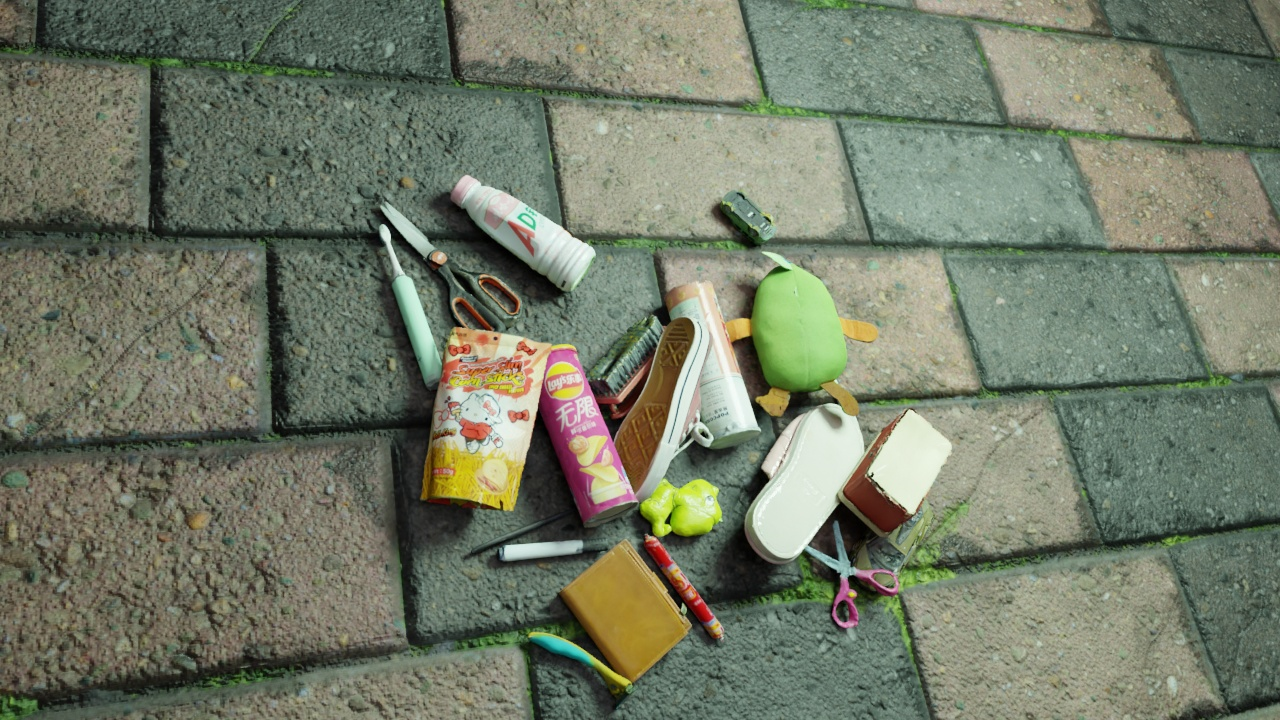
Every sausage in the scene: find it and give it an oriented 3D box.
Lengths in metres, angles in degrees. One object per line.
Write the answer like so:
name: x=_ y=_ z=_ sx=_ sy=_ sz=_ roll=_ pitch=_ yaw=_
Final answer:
sausage: x=0.052 y=0.271 z=1.095 sx=0.020 sy=0.020 sz=0.156 roll=-34 pitch=82 yaw=-30

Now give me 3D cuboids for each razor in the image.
razor: x=-0.066 y=0.336 z=1.016 sx=0.132 sy=0.043 sz=0.028 roll=32 pitch=43 yaw=1

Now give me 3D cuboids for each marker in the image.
marker: x=-0.101 y=0.219 z=1.061 sx=0.130 sy=0.023 sz=0.018 roll=-2 pitch=57 yaw=-19

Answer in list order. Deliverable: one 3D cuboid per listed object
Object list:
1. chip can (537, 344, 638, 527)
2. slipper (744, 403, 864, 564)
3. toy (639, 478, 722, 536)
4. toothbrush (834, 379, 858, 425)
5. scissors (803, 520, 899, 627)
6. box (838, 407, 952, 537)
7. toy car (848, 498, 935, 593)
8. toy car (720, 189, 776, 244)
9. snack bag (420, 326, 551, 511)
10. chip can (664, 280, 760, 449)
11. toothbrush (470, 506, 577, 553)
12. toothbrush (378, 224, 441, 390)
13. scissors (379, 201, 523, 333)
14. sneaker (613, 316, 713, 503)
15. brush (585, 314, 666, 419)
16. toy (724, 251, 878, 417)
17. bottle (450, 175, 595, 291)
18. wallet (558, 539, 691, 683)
chip can: x=-0.073 y=0.088 z=1.088 sx=0.071 sy=0.072 sz=0.210 roll=-14 pitch=68 yaw=-26
slipper: x=0.209 y=0.157 z=1.185 sx=0.114 sy=0.055 sz=0.273 roll=44 pitch=50 yaw=-3
toy: x=0.052 y=0.183 z=1.129 sx=0.100 sy=0.031 sz=0.096 roll=29 pitch=60 yaw=-2
toothbrush: x=0.268 y=0.015 z=1.294 sx=0.016 sy=0.018 sz=0.191 roll=-14 pitch=72 yaw=-25
scissors: x=0.270 y=0.269 z=1.165 sx=0.125 sy=0.017 sz=0.133 roll=-9 pitch=76 yaw=1
box: x=0.338 y=0.139 z=1.184 sx=0.091 sy=0.080 sz=0.167 roll=43 pitch=46 yaw=6
toy car: x=0.332 y=0.237 z=1.208 sx=0.070 sy=0.042 sz=0.157 roll=42 pitch=62 yaw=1
toy car: x=0.156 y=-0.209 z=1.339 sx=0.091 sy=0.036 sz=0.043 roll=46 pitch=61 yaw=2
snack bag: x=-0.180 y=0.066 z=1.051 sx=0.128 sy=0.073 sz=0.207 roll=7 pitch=72 yaw=5
chip can: x=0.091 y=0.004 z=1.200 sx=0.071 sy=0.071 sz=0.214 roll=-8 pitch=70 yaw=-24
toothbrush: x=-0.116 y=0.187 z=1.071 sx=0.180 sy=0.016 sz=0.018 roll=-21 pitch=70 yaw=-28
toothbrush: x=-0.281 y=-0.068 z=1.114 sx=0.026 sy=0.027 sz=0.224 roll=-14 pitch=73 yaw=-30
scissors: x=-0.253 y=-0.109 z=1.146 sx=0.235 sy=0.022 sz=0.136 roll=27 pitch=61 yaw=-8
sneaker: x=0.041 y=0.068 z=1.129 sx=0.087 sy=0.118 sz=0.240 roll=29 pitch=78 yaw=-39
brush: x=-0.007 y=0.007 z=1.172 sx=0.145 sy=0.063 sz=0.069 roll=-50 pitch=121 yaw=-32
toy: x=0.215 y=-0.030 z=1.253 sx=0.227 sy=0.090 sz=0.246 roll=0 pitch=63 yaw=-7
bottle: x=-0.155 y=-0.168 z=1.187 sx=0.197 sy=0.068 sz=0.068 roll=34 pitch=60 yaw=-1
wallet: x=-0.010 y=0.283 z=1.057 sx=0.118 sy=0.035 sz=0.130 roll=-34 pitch=84 yaw=-30
